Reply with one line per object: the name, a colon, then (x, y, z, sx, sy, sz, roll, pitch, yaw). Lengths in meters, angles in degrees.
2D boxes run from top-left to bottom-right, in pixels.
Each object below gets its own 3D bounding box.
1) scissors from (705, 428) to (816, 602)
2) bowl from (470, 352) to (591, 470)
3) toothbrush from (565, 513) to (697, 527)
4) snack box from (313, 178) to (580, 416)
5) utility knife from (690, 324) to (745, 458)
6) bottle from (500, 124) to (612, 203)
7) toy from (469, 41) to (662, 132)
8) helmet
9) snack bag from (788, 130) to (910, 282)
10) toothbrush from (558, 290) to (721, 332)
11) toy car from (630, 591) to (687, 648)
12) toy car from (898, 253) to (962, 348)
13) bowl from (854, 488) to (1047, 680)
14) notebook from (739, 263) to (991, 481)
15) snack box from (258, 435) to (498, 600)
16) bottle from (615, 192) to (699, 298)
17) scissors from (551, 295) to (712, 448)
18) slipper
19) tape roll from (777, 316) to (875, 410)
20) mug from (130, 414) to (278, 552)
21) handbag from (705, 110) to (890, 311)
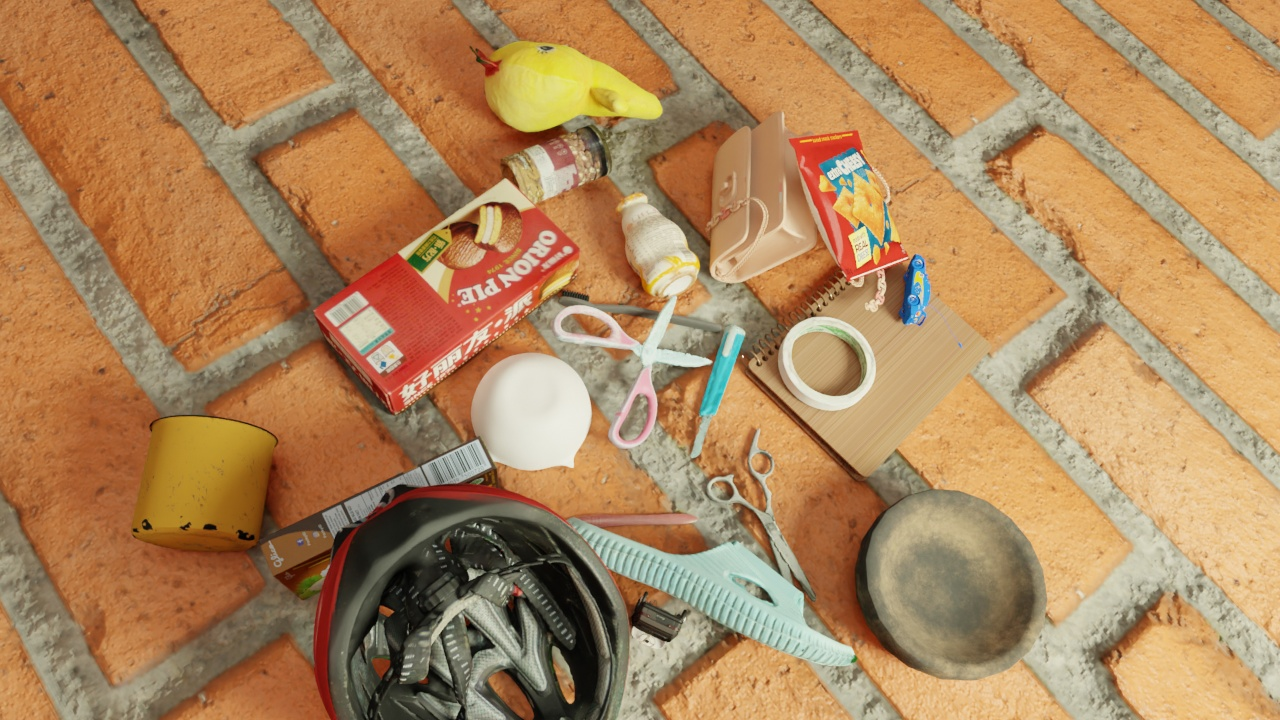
scissors: (0.126, 0.143, 0.852, 0.160, 0.014, 0.120, 39, 67, 14)
bowl: (-0.101, 0.040, 0.852, 0.114, 0.051, 0.114, 3, 65, -6)
toothbrush: (-0.038, 0.146, 0.832, 0.184, 0.016, 0.015, 0, 72, -9)
snack box: (-0.180, -0.065, 0.885, 0.235, 0.060, 0.113, -40, 76, -21)
utility knife: (0.071, 0.028, 0.899, 0.022, 0.015, 0.148, 10, 64, 26)
bottle: (-0.088, -0.203, 0.962, 0.105, 0.056, 0.056, -25, 71, -17)
toy: (-0.079, -0.291, 0.984, 0.207, 0.092, 0.133, 0, 22, -14)
helmet: (-0.124, 0.212, 0.689, 0.217, 0.167, 0.272, -38, 113, -21)
snack bag: (0.205, -0.154, 0.899, 0.130, 0.039, 0.144, -20, 88, -46)
toothbrush: (0.000, -0.048, 0.926, 0.167, 0.013, 0.013, 12, 57, -1)
toy car: (0.012, 0.219, 0.761, 0.040, 0.092, 0.037, 24, 71, 5)
toy car: (0.298, -0.059, 0.928, 0.062, 0.033, 0.091, 13, 66, 4)
bowl: (0.265, 0.200, 0.811, 0.162, 0.070, 0.162, 3, 65, -6)
notebook: (0.228, -0.006, 0.928, 0.210, 0.022, 0.169, -40, 76, -21)
snack box: (-0.210, 0.133, 0.768, 0.185, 0.101, 0.031, -25, 71, -17)
bottle: (0.013, -0.118, 0.932, 0.063, 0.063, 0.108, -23, 70, -16)
scissors: (-0.012, -0.006, 0.875, 0.175, 0.013, 0.170, 33, 64, -14)
slipper: (0.058, 0.181, 0.775, 0.276, 0.116, 0.069, 23, 83, 8)
tape roll: (0.182, 0.003, 0.896, 0.094, 0.018, 0.093, 3, 66, -7)
mug: (-0.373, 0.109, 0.770, 0.124, 0.100, 0.094, -13, 64, 28)
handbag: (0.161, -0.135, 0.964, 0.187, 0.117, 0.198, 24, 55, -31)
